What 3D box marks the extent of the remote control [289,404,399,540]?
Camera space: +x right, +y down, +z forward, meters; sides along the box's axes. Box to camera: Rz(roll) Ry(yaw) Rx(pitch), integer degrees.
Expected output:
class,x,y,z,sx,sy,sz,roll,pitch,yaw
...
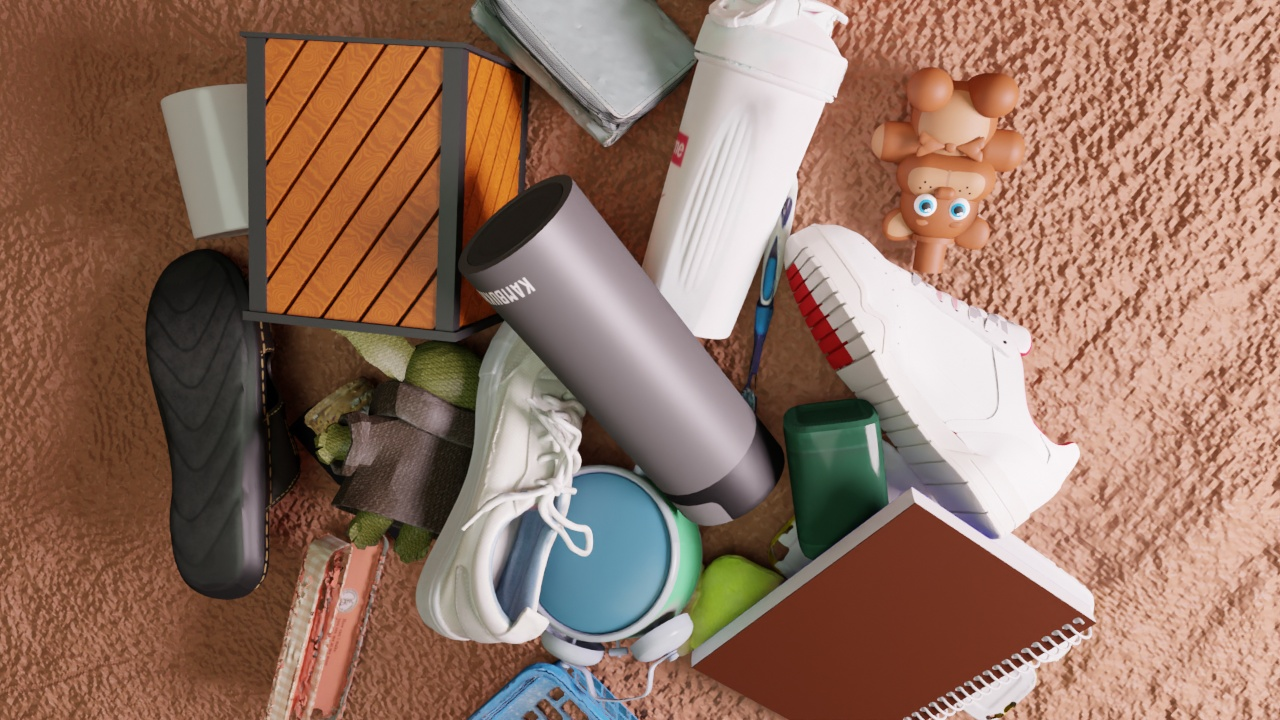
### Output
class,x,y,z,sx,sy,sz,roll,pitch,yaw
remote control,-0.222,0.095,0.726,0.032,0.015,0.136,-41,91,15

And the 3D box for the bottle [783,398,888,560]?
class,x,y,z,sx,sy,sz,roll,pitch,yaw
bottle,0.133,0.097,0.610,0.061,0.061,0.131,-7,102,9

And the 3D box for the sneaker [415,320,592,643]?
class,x,y,z,sx,sy,sz,roll,pitch,yaw
sneaker,-0.065,0.067,0.604,0.091,0.089,0.241,-1,64,37

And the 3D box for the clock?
class,x,y,z,sx,sy,sz,roll,pitch,yaw
clock,-0.019,0.157,0.653,0.122,0.075,0.161,-10,75,18

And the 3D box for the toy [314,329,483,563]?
class,x,y,z,sx,sy,sz,roll,pitch,yaw
toy,-0.151,0.060,0.640,0.179,0.078,0.152,26,70,-29

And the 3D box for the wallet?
class,x,y,z,sx,sy,sz,roll,pitch,yaw
wallet,-0.034,-0.213,0.601,0.131,0.054,0.100,44,64,1

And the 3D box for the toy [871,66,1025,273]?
class,x,y,z,sx,sy,sz,roll,pitch,yaw
toy,0.194,-0.119,0.588,0.095,0.065,0.128,8,107,11

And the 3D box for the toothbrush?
class,x,y,z,sx,sy,sz,roll,pitch,yaw
toothbrush,0.088,-0.040,0.644,0.016,0.017,0.189,11,103,8

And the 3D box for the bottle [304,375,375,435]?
class,x,y,z,sx,sy,sz,roll,pitch,yaw
bottle,-0.200,0.069,0.697,0.056,0.056,0.105,-37,92,14

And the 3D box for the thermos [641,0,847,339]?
class,x,y,z,sx,sy,sz,roll,pitch,yaw
thermos,0.060,-0.127,0.595,0.099,0.099,0.221,20,108,6

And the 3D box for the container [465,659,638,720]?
class,x,y,z,sx,sy,sz,roll,pitch,yaw
container,-0.024,0.413,0.712,0.362,0.089,0.257,46,105,0

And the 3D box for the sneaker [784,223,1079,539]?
class,x,y,z,sx,sy,sz,roll,pitch,yaw
sneaker,0.197,-0.006,0.605,0.104,0.090,0.236,-36,85,-7

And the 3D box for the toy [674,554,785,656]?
class,x,y,z,sx,sy,sz,roll,pitch,yaw
toy,0.050,0.184,0.680,0.115,0.046,0.092,8,102,16

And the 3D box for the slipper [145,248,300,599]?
class,x,y,z,sx,sy,sz,roll,pitch,yaw
slipper,-0.316,0.045,0.705,0.113,0.075,0.267,-11,83,15

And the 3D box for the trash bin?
class,x,y,z,sx,sy,sz,roll,pitch,yaw
trash bin,-0.161,-0.115,0.612,0.140,0.139,0.172,6,101,9

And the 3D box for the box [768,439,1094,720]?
class,x,y,z,sx,sy,sz,roll,pitch,yaw
box,0.206,0.156,0.658,0.209,0.036,0.130,37,101,3

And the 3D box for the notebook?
class,x,y,z,sx,sy,sz,roll,pitch,yaw
notebook,0.167,0.189,0.617,0.171,0.022,0.210,33,122,-17

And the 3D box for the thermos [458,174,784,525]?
class,x,y,z,sx,sy,sz,roll,pitch,yaw
thermos,-0.003,0.003,0.574,0.082,0.082,0.240,-32,120,14

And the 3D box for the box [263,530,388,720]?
class,x,y,z,sx,sy,sz,roll,pitch,yaw
box,-0.251,0.220,0.729,0.042,0.082,0.187,23,106,17

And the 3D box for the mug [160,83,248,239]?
class,x,y,z,sx,sy,sz,roll,pitch,yaw
mug,-0.276,-0.145,0.666,0.111,0.079,0.097,-13,99,-16
